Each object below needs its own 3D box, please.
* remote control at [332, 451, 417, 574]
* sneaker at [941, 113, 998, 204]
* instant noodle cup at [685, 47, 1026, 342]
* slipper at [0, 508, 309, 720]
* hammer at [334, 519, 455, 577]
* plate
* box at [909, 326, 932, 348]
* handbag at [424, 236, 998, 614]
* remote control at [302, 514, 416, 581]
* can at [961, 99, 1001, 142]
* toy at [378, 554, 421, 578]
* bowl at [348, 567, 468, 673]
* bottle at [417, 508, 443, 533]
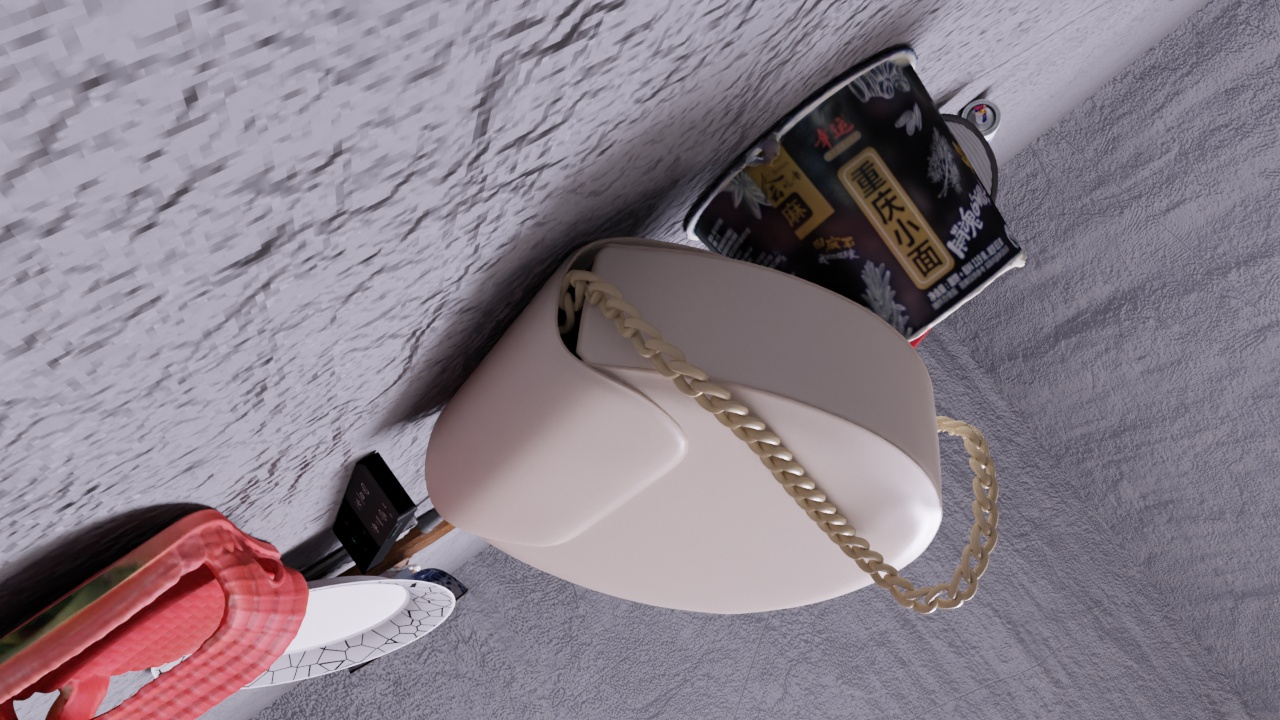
[{"bbox_3d":[-0.148,0.088,0.502,0.013,0.034,0.150,-33,174,-31],"label":"remote control"},{"bbox_3d":[0.149,-0.086,0.669,0.262,0.097,0.129,-36,-174,-20],"label":"sneaker"},{"bbox_3d":[0.108,-0.061,0.448,0.137,0.112,0.137,-35,175,-4],"label":"instant noodle cup"},{"bbox_3d":[-0.188,0.117,0.378,0.103,0.059,0.249,-35,176,-18],"label":"slipper"},{"bbox_3d":[-0.212,0.166,0.793,0.116,0.033,0.321,-38,175,37],"label":"hammer"},{"bbox_3d":[-0.219,0.177,0.610,0.188,0.016,0.189,-16,152,-9],"label":"plate"},{"bbox_3d":[0.175,-0.025,0.858,0.158,0.134,0.110,-55,-165,24],"label":"box"},{"bbox_3d":[0.022,0.051,0.415,0.211,0.208,0.103,-42,-149,47],"label":"handbag"},{"bbox_3d":[-0.221,0.148,0.668,0.136,0.013,0.033,-29,170,-46],"label":"remote control"},{"bbox_3d":[0.303,-0.211,0.824,0.032,0.032,0.095,-38,174,18],"label":"can"},{"bbox_3d":[-0.252,0.223,0.889,0.101,0.055,0.042,-37,180,-30],"label":"toy"},{"bbox_3d":[-0.202,0.204,0.756,0.114,0.045,0.114,-34,178,-2],"label":"bowl"},{"bbox_3d":[-0.135,0.102,0.731,0.113,0.030,0.030,-38,174,15],"label":"bottle"}]
